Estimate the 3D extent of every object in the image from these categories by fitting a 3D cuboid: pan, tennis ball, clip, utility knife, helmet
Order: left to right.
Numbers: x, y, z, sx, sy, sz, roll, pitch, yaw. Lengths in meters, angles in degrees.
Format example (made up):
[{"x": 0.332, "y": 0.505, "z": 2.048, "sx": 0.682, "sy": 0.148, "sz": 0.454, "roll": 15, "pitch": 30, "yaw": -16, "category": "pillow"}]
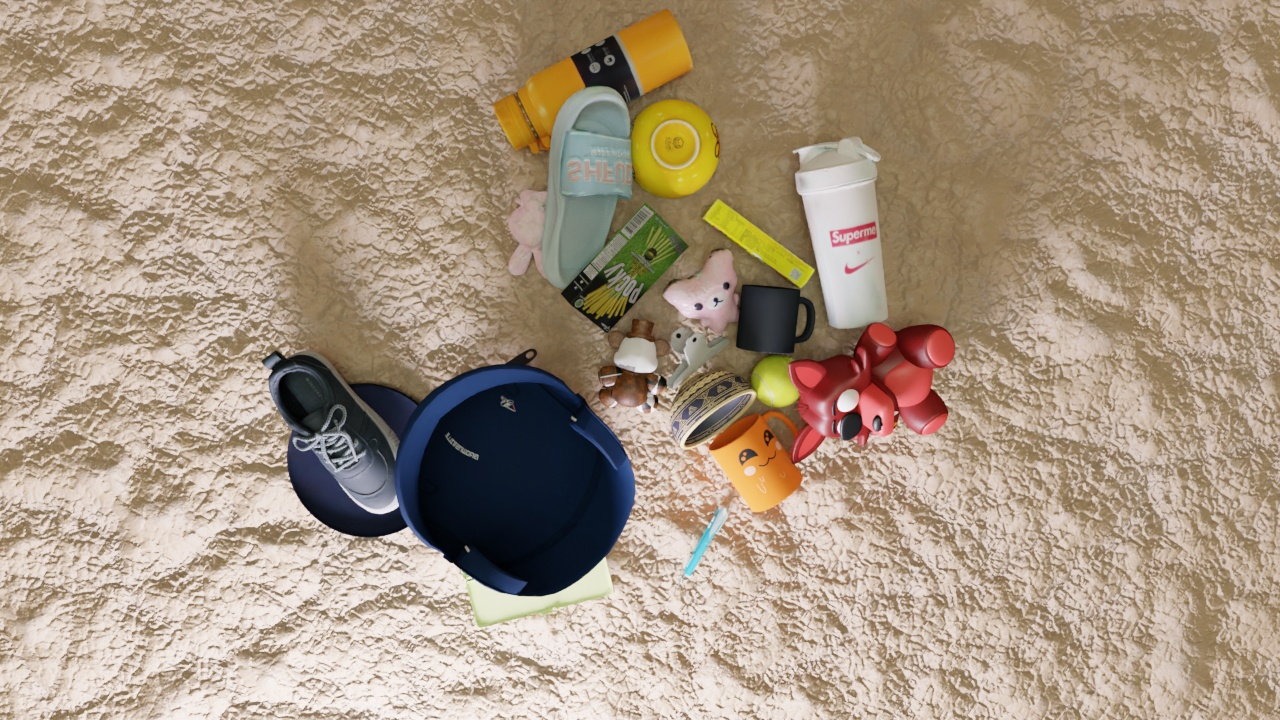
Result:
[{"x": -0.279, "y": 0.084, "z": 1.157, "sx": 0.356, "sy": 0.021, "sz": 0.199, "roll": -33, "pitch": 97, "yaw": 4, "category": "pan"}, {"x": -0.159, "y": 0.113, "z": 1.023, "sx": 0.232, "sy": 0.223, "sz": 0.272, "roll": -51, "pitch": 138, "yaw": -8, "category": "helmet"}, {"x": 0.062, "y": -0.014, "z": 1.131, "sx": 0.101, "sy": 0.040, "sz": 0.054, "roll": -39, "pitch": 122, "yaw": -21, "category": "clip"}, {"x": 0.081, "y": 0.241, "z": 1.185, "sx": 0.015, "sy": 0.022, "sz": 0.124, "roll": 28, "pitch": 96, "yaw": -12, "category": "utility knife"}, {"x": 0.170, "y": 0.025, "z": 1.135, "sx": 0.065, "sy": 0.065, "sz": 0.065, "roll": 0, "pitch": 98, "yaw": -1, "category": "tennis ball"}]

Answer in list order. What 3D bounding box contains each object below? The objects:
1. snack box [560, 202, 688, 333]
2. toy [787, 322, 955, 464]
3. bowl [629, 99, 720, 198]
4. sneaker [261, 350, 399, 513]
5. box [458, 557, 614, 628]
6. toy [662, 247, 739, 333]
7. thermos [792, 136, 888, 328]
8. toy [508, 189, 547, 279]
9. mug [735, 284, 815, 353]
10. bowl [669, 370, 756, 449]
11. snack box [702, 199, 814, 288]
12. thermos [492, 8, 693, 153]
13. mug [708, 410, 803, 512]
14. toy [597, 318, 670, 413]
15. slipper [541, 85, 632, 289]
[{"x": -0.018, "y": -0.110, "z": 1.109, "sx": 0.147, "sy": 0.025, "sz": 0.080, "roll": -46, "pitch": 139, "yaw": 5, "category": "snack box"}, {"x": 0.270, "y": 0.038, "z": 1.096, "sx": 0.197, "sy": 0.120, "sz": 0.158, "roll": -19, "pitch": 129, "yaw": -14, "category": "toy"}, {"x": 0.039, "y": -0.254, "z": 1.093, "sx": 0.117, "sy": 0.067, "sz": 0.117, "roll": 0, "pitch": 98, "yaw": -1, "category": "bowl"}, {"x": -0.365, "y": 0.087, "z": 1.102, "sx": 0.089, "sy": 0.087, "sz": 0.235, "roll": -35, "pitch": 97, "yaw": 3, "category": "sneaker"}, {"x": -0.138, "y": 0.261, "z": 1.176, "sx": 0.188, "sy": 0.047, "sz": 0.141, "roll": -16, "pitch": 106, "yaw": 2, "category": "box"}, {"x": 0.087, "y": -0.078, "z": 1.127, "sx": 0.099, "sy": 0.053, "sz": 0.096, "roll": -36, "pitch": 111, "yaw": -5, "category": "toy"}, {"x": 0.248, "y": -0.153, "z": 1.101, "sx": 0.099, "sy": 0.099, "sz": 0.220, "roll": -12, "pitch": 102, "yaw": 1, "category": "thermos"}, {"x": -0.129, "y": -0.154, "z": 1.116, "sx": 0.063, "sy": 0.047, "sz": 0.110, "roll": 7, "pitch": 109, "yaw": -1, "category": "toy"}, {"x": 0.171, "y": -0.051, "z": 1.129, "sx": 0.105, "sy": 0.071, "sz": 0.077, "roll": 1, "pitch": 98, "yaw": -28, "category": "mug"}, {"x": 0.079, "y": 0.050, "z": 1.123, "sx": 0.112, "sy": 0.112, "sz": 0.061, "roll": -38, "pitch": 71, "yaw": 4, "category": "bowl"}, {"x": 0.144, "y": -0.143, "z": 1.124, "sx": 0.148, "sy": 0.040, "sz": 0.029, "roll": 35, "pitch": 95, "yaw": -5, "category": "snack box"}, {"x": -0.054, "y": -0.318, "z": 1.078, "sx": 0.233, "sy": 0.076, "sz": 0.091, "roll": -26, "pitch": 90, "yaw": 2, "category": "thermos"}, {"x": 0.156, "y": 0.117, "z": 1.149, "sx": 0.112, "sy": 0.078, "sz": 0.096, "roll": -39, "pitch": 97, "yaw": -23, "category": "mug"}, {"x": -0.007, "y": 0.007, "z": 1.135, "sx": 0.087, "sy": 0.067, "sz": 0.112, "roll": 10, "pitch": 88, "yaw": -3, "category": "toy"}, {"x": -0.054, "y": -0.193, "z": 1.068, "sx": 0.074, "sy": 0.103, "sz": 0.246, "roll": 30, "pitch": 118, "yaw": 37, "category": "slipper"}]
